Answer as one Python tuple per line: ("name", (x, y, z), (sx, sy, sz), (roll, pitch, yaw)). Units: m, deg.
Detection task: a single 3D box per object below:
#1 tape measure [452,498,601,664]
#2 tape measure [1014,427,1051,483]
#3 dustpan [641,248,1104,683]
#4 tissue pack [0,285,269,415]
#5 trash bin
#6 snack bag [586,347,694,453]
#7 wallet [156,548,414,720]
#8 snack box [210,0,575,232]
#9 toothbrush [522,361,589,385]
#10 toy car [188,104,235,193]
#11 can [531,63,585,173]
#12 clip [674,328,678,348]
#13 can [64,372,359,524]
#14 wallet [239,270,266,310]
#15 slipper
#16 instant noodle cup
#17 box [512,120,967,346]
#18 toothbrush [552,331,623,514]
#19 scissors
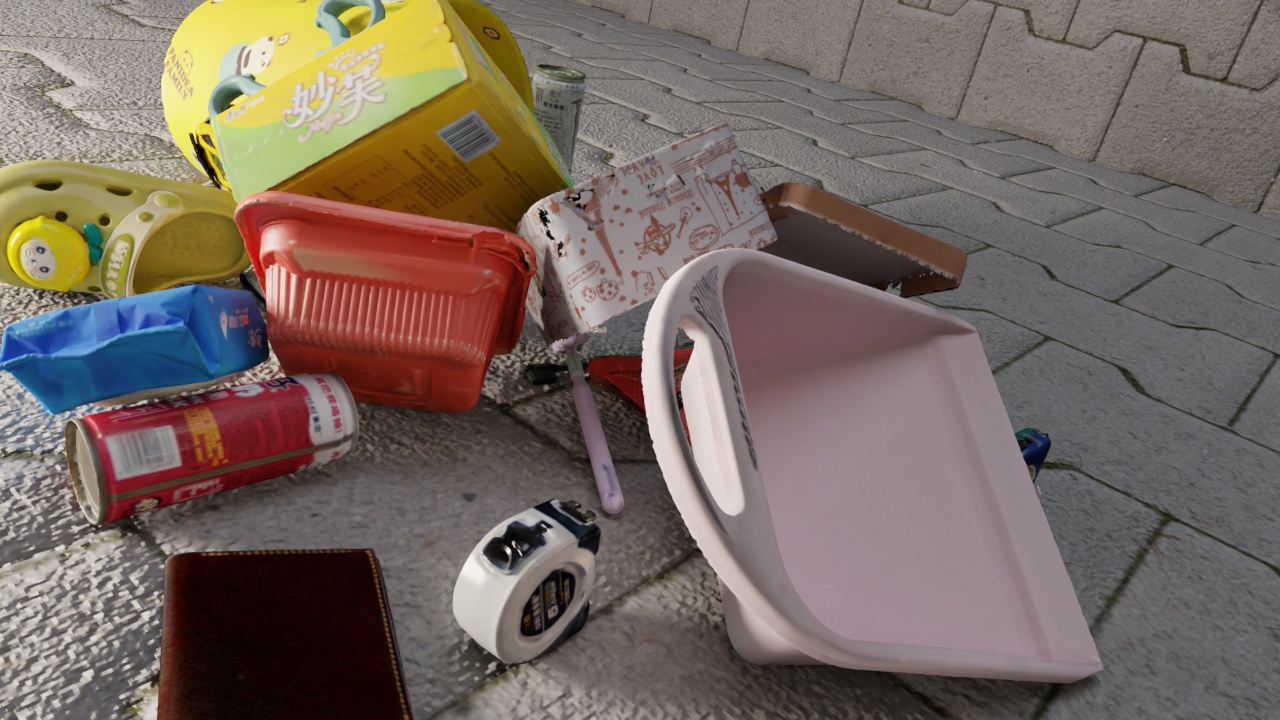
("tape measure", (-0.052, 0.103, 0.420), (0.033, 0.066, 0.065), (25, 26, 34))
("tape measure", (0.249, 0.075, 0.624), (0.054, 0.058, 0.025), (-13, 35, -35))
("dustpan", (0.123, 0.048, 0.449), (0.273, 0.139, 0.222), (-5, 62, -15))
("tissue pack", (-0.262, -0.006, 0.494), (0.095, 0.052, 0.157), (-14, 5, -8))
("trash bin", (-0.264, -0.217, 0.814), (0.255, 0.230, 0.229), (20, 26, 26))
("snack bag", (0.066, 0.033, 0.627), (0.128, 0.073, 0.208), (-17, 32, -27))
("wallet", (-0.152, 0.122, 0.392), (0.096, 0.020, 0.122), (5, 25, -27))
("snack box", (-0.143, -0.123, 0.601), (0.070, 0.158, 0.210), (65, 8, 16))
("toothbrush", (-0.004, 0.004, 0.707), (0.185, 0.012, 0.017), (-5, 37, -32))
("toy car", (-0.278, -0.144, 0.682), (0.156, 0.071, 0.041), (20, 49, 32))
("can", (-0.100, -0.251, 1.027), (0.058, 0.147, 0.058), (10, 26, -5))
("clip", (0.022, -0.030, 0.777), (0.029, 0.025, 0.056), (7, 32, -1))
("can", (-0.220, 0.042, 0.482), (0.132, 0.053, 0.053), (-14, 36, -43))
("wallet", (-0.232, -0.043, 0.695), (0.097, 0.019, 0.121), (-15, 38, -41))
("slipper", (-0.359, -0.083, 0.639), (0.190, 0.092, 0.081), (-3, 32, -36))
("instant noodle cup", (-0.152, -0.024, 0.554), (0.164, 0.189, 0.079), (7, 69, -9))
("box", (0.050, -0.075, 0.602), (0.273, 0.124, 0.179), (-3, -1, -16))
("toothbrush", (-0.035, 0.035, 0.607), (0.029, 0.021, 0.189), (-26, 36, 4))
("scissors", (-0.244, -0.195, 0.646), (0.179, 0.019, 0.172), (-23, 52, 7))
